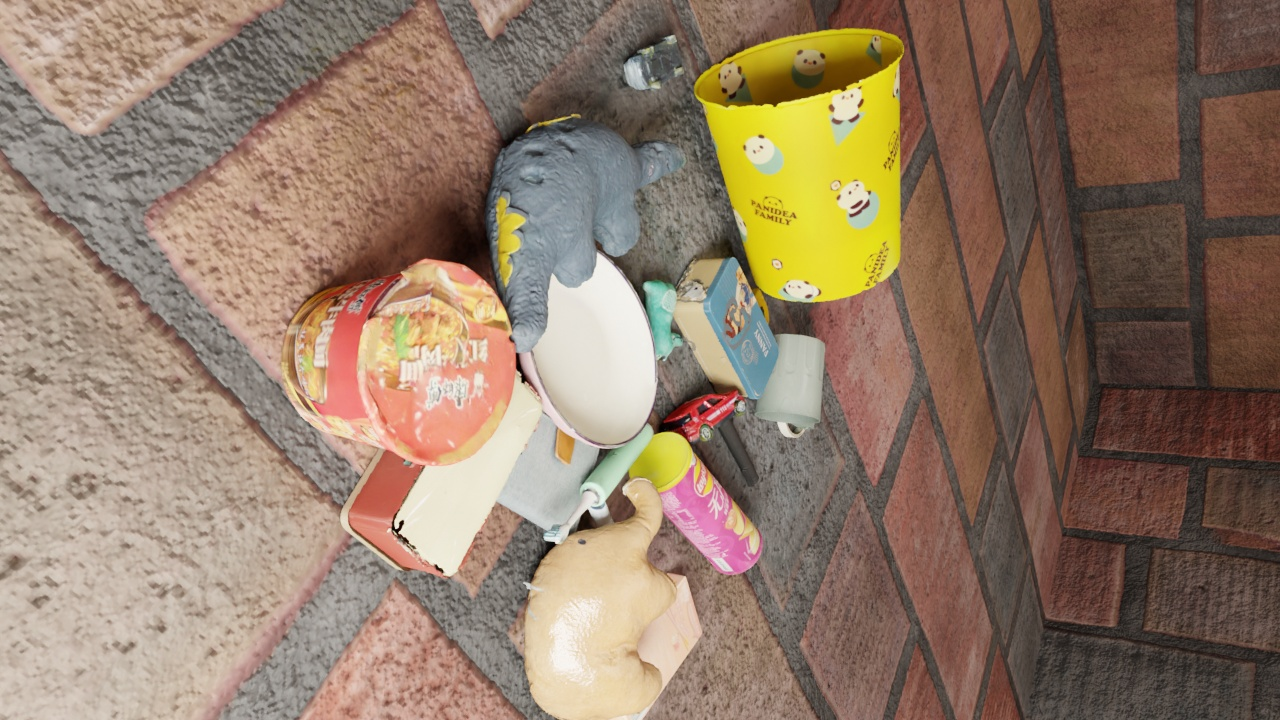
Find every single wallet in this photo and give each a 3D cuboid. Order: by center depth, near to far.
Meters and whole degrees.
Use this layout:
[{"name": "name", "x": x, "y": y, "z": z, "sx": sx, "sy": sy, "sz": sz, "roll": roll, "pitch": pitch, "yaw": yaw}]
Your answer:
[{"name": "wallet", "x": -0.084, "y": 0.093, "z": 0.829, "sx": 0.129, "sy": 0.037, "sz": 0.106, "roll": 44, "pitch": 57, "yaw": -49}]

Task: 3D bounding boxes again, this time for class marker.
[{"name": "marker", "x": -0.029, "y": 0.176, "z": 0.912, "sx": 0.022, "sy": 0.018, "sz": 0.131, "roll": -92, "pitch": 168, "yaw": -48}, {"name": "marker", "x": 0.117, "y": 0.108, "z": 1.133, "sx": 0.132, "sy": 0.020, "sz": 0.022, "roll": 61, "pitch": 36, "yaw": -37}]

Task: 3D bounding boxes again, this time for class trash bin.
[{"name": "trash bin", "x": 0.201, "y": -0.223, "z": 1.075, "sx": 0.228, "sy": 0.230, "sz": 0.255, "roll": -50, "pitch": 135, "yaw": -42}]

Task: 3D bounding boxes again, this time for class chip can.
[{"name": "chip can", "x": 0.066, "y": 0.162, "z": 1.017, "sx": 0.210, "sy": 0.071, "sz": 0.071, "roll": 51, "pitch": 51, "yaw": -43}]

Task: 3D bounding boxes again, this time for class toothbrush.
[{"name": "toothbrush", "x": -0.034, "y": 0.113, "z": 0.867, "sx": 0.223, "sy": 0.027, "sz": 0.026, "roll": -47, "pitch": 136, "yaw": -61}]

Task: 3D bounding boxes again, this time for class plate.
[{"name": "plate", "x": -0.053, "y": -0.012, "z": 0.844, "sx": 0.192, "sy": 0.039, "sz": 0.192, "roll": 27, "pitch": 56, "yaw": -49}]

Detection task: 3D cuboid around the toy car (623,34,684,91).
[{"name": "toy car", "x": 0.015, "y": -0.310, "z": 0.959, "sx": 0.090, "sy": 0.034, "sz": 0.043, "roll": -47, "pitch": 125, "yaw": -46}]

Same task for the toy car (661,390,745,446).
[{"name": "toy car", "x": 0.072, "y": 0.062, "z": 1.036, "sx": 0.120, "sy": 0.053, "sz": 0.045, "roll": -27, "pitch": 95, "yaw": -47}]

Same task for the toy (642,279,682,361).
[{"name": "toy", "x": 0.023, "y": -0.040, "z": 0.987, "sx": 0.096, "sy": 0.030, "sz": 0.092, "roll": -1, "pitch": 97, "yaw": -62}]

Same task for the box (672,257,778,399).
[{"name": "box", "x": 0.103, "y": -0.032, "z": 1.073, "sx": 0.184, "sy": 0.060, "sz": 0.089, "roll": 54, "pitch": 50, "yaw": -39}]

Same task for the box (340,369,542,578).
[{"name": "box", "x": -0.142, "y": 0.078, "z": 0.713, "sx": 0.091, "sy": 0.077, "sz": 0.168, "roll": 54, "pitch": 50, "yaw": -40}]

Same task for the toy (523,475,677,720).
[{"name": "toy", "x": -0.036, "y": 0.217, "z": 0.840, "sx": 0.143, "sy": 0.083, "sz": 0.226, "roll": 10, "pitch": 87, "yaw": -25}]

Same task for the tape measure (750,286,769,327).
[{"name": "tape measure", "x": 0.143, "y": -0.053, "z": 1.155, "sx": 0.059, "sy": 0.029, "sz": 0.057, "roll": -60, "pitch": 137, "yaw": -34}]

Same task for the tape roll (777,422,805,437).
[{"name": "tape roll", "x": 0.212, "y": 0.064, "z": 1.270, "sx": 0.085, "sy": 0.014, "sz": 0.086, "roll": -3, "pitch": 94, "yaw": -55}]

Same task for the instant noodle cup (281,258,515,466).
[{"name": "instant noodle cup", "x": -0.171, "y": 0.003, "z": 0.640, "sx": 0.137, "sy": 0.109, "sz": 0.138, "roll": -2, "pitch": 92, "yaw": -55}]

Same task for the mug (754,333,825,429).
[{"name": "mug", "x": 0.203, "y": 0.030, "z": 1.201, "sx": 0.124, "sy": 0.084, "sz": 0.103, "roll": 25, "pitch": 69, "yaw": -58}]

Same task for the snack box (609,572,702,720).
[{"name": "snack box", "x": 0.011, "y": 0.310, "z": 0.982, "sx": 0.156, "sy": 0.026, "sz": 0.084, "roll": -42, "pitch": 124, "yaw": -46}]

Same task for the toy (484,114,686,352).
[{"name": "toy", "x": -0.057, "y": -0.141, "z": 0.795, "sx": 0.138, "sy": 0.092, "sz": 0.355, "roll": 48, "pitch": 40, "yaw": -9}]
